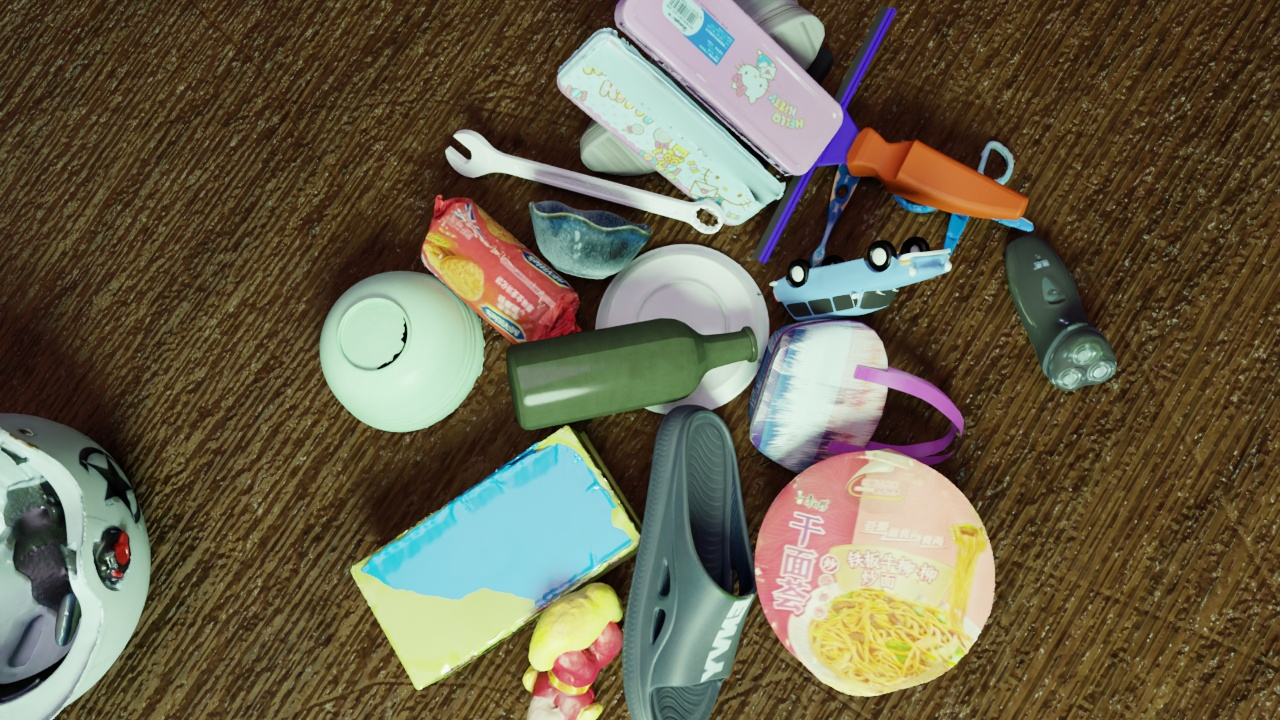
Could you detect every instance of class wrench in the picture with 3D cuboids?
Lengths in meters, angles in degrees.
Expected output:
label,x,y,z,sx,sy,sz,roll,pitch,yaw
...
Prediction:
label,x,y,z,sx,sy,sz,roll,pitch,yaw
wrench,-0.055,-0.160,0.831,0.273,0.047,0.009,17,47,14

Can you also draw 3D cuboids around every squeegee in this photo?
label,x,y,z,sx,sy,sz,roll,pitch,yaw
squeegee,0.235,-0.160,0.781,0.185,0.055,0.249,27,90,24

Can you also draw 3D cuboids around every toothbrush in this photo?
label,x,y,z,sx,sy,sz,roll,pitch,yaw
toothbrush,0.177,-0.143,0.818,0.021,0.017,0.135,20,83,6

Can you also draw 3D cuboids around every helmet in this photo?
label,x,y,z,sx,sy,sz,roll,pitch,yaw
helmet,-0.522,0.176,0.778,0.237,0.163,0.264,-27,84,6

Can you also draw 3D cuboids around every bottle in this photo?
label,x,y,z,sx,sy,sz,roll,pitch,yaw
bottle,-0.005,0.004,0.763,0.206,0.071,0.071,-11,78,-11

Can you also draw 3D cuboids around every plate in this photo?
label,x,y,z,sx,sy,sz,roll,pitch,yaw
plate,0.036,-0.029,0.817,0.157,0.014,0.157,-1,80,7

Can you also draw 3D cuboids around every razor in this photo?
label,x,y,z,sx,sy,sz,roll,pitch,yaw
razor,0.340,-0.044,0.754,0.053,0.064,0.140,-15,67,3

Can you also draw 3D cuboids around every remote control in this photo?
label,x,y,z,sx,sy,sz,roll,pitch,yaw
remote control,0.130,-0.229,0.840,0.032,0.015,0.136,31,85,12

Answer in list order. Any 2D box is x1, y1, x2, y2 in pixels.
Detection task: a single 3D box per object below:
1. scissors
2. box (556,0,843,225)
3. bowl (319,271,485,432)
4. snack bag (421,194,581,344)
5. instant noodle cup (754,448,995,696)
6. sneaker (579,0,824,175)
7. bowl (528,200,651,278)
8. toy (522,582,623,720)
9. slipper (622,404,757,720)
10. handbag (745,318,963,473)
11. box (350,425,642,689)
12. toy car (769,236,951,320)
label,x,y,z,sx,sy,sz,roll,pitch,yaw
scissors,0.284,-0.142,0.802,0.125,0.014,0.130,30,82,20
box,0.052,-0.212,0.755,0.214,0.051,0.149,34,115,-26
bowl,-0.222,-0.015,0.817,0.151,0.077,0.150,-2,80,8
snack bag,-0.121,-0.070,0.815,0.176,0.082,0.082,41,87,12
instant noodle cup,0.180,0.164,0.731,0.179,0.078,0.178,-1,81,7
sneaker,0.041,-0.257,0.818,0.236,0.099,0.089,-29,61,11
bowl,-0.049,-0.104,0.806,0.110,0.110,0.055,15,104,10
toy,-0.052,0.237,0.742,0.067,0.105,0.137,32,117,37
slipper,0.056,0.165,0.724,0.083,0.110,0.267,-7,70,39
handbag,0.180,0.041,0.759,0.170,0.068,0.145,15,107,0
box,-0.112,0.162,0.771,0.221,0.082,0.124,-35,78,-3
toy car,0.176,-0.064,0.743,0.056,0.154,0.055,-11,92,-37
